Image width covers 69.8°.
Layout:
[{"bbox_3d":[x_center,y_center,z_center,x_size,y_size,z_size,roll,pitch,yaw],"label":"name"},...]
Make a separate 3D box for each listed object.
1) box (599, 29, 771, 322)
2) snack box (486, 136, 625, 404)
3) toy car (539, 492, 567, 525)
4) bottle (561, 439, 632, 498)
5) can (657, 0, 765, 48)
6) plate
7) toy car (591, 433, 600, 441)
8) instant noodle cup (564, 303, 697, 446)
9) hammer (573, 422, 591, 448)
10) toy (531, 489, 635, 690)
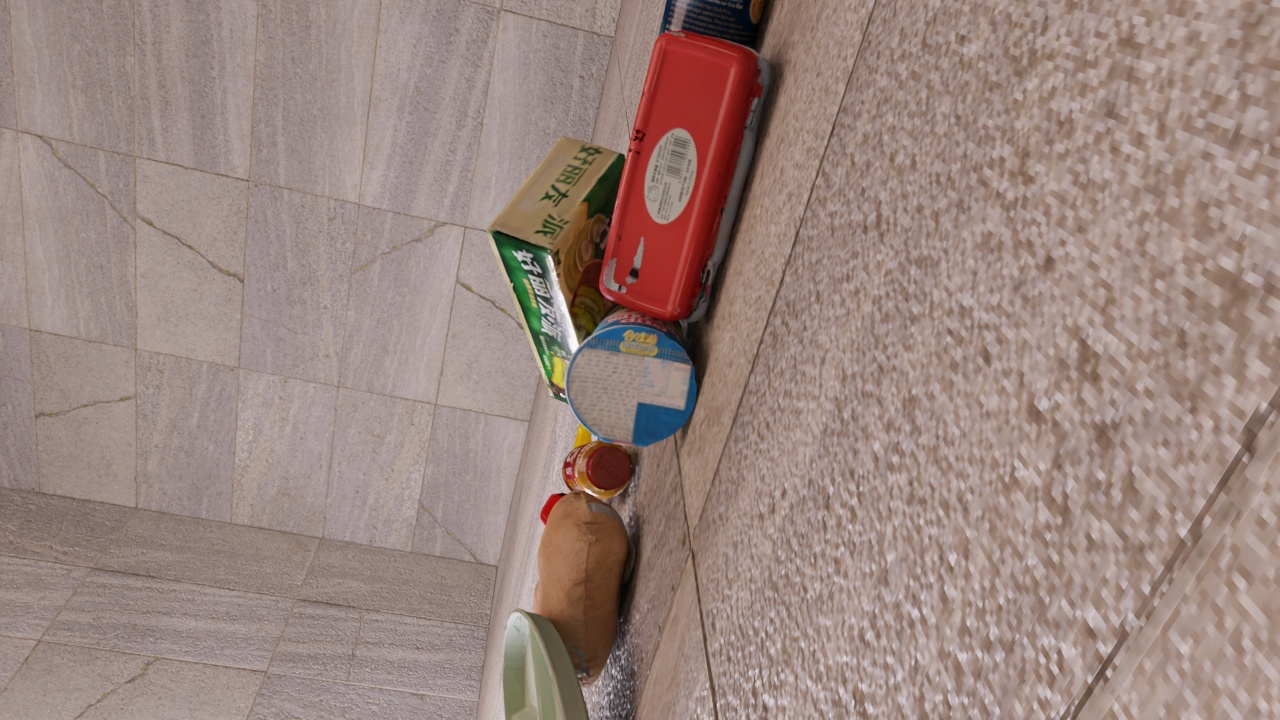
[{"bbox_3d":[0.036,-0.129,0.667,0.068,0.090,0.201,-32,-40,-62],"label":"box"},{"bbox_3d":[-0.049,-0.062,0.788,0.114,0.063,0.240,-57,-25,-27],"label":"snack box"},{"bbox_3d":[-0.070,0.173,0.965,0.053,0.045,0.121,-63,26,-5],"label":"toy car"},{"bbox_3d":[-0.043,0.110,0.924,0.175,0.057,0.057,142,139,-77],"label":"bottle"},{"bbox_3d":[0.052,-0.254,0.714,0.075,0.075,0.111,-95,18,-62],"label":"can"},{"bbox_3d":[-0.074,0.315,0.742,0.230,0.027,0.230,174,90,-70],"label":"plate"},{"bbox_3d":[-0.040,0.051,1.074,0.049,0.031,0.105,124,157,-65],"label":"toy car"},{"bbox_3d":[-0.004,-0.001,0.720,0.109,0.099,0.099,-81,5,-66],"label":"instant noodle cup"},{"bbox_3d":[-0.064,0.155,1.086,0.300,0.033,0.129,-90,13,-52],"label":"hammer"},{"bbox_3d":[-0.060,0.232,0.834,0.143,0.082,0.226,-98,16,-66],"label":"toy"}]
